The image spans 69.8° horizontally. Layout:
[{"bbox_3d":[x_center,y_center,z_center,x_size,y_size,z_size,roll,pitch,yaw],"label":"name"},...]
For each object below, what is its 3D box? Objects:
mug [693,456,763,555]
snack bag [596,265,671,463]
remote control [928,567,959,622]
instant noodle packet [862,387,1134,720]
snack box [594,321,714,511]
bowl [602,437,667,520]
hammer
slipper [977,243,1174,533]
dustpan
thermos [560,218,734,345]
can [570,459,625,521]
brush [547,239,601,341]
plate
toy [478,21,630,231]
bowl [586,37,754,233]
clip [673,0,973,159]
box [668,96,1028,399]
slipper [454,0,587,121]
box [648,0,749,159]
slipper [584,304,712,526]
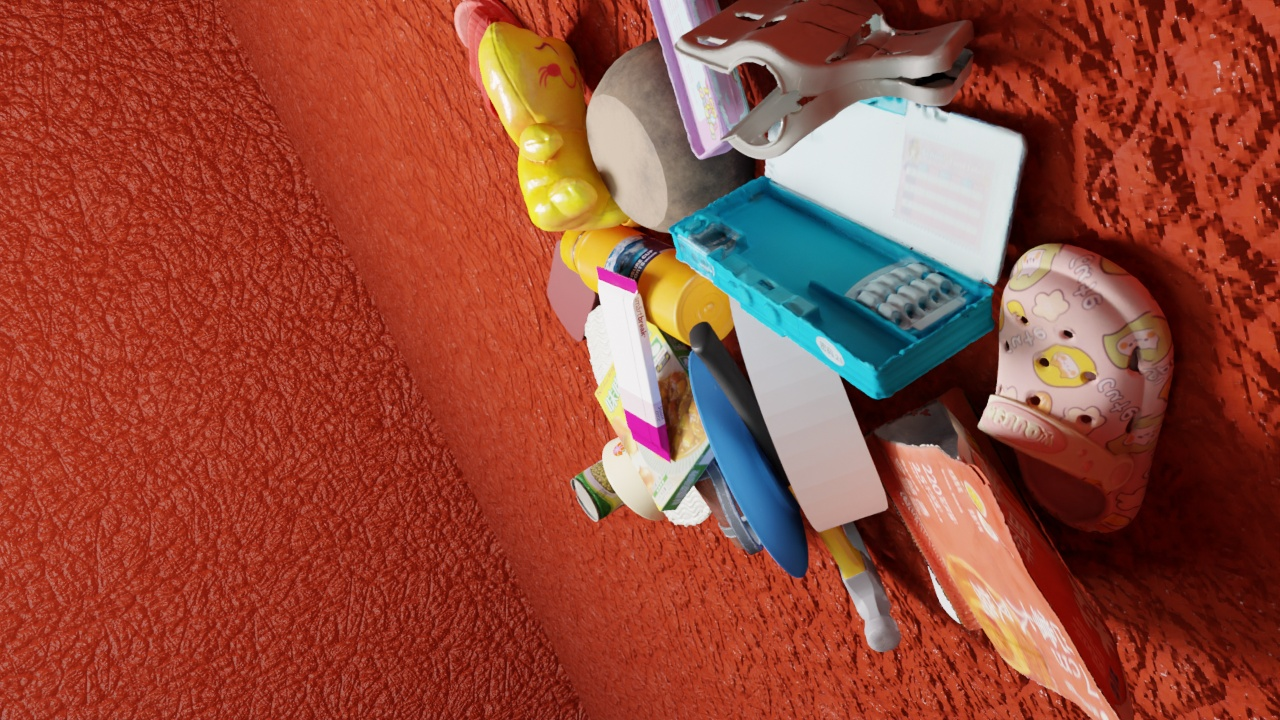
[{"bbox_3d":[0.098,0.138,0.951,0.111,0.082,0.117,59,-165,-7],"label":"mug"},{"bbox_3d":[-0.005,0.005,0.891,0.070,0.016,0.197,25,134,51],"label":"snack bag"},{"bbox_3d":[0.250,0.160,0.750,0.043,0.013,0.136,16,132,61],"label":"remote control"},{"bbox_3d":[0.210,0.114,0.542,0.164,0.084,0.220,61,-170,1],"label":"instant noodle packet"},{"bbox_3d":[0.020,0.049,0.948,0.168,0.027,0.132,59,133,35],"label":"snack box"},{"bbox_3d":[0.022,0.127,1.129,0.074,0.117,0.118,-41,76,26],"label":"bowl"},{"bbox_3d":[0.130,0.098,0.776,0.323,0.029,0.126,55,-165,-22],"label":"hammer"},{"bbox_3d":[0.238,0.033,0.520,0.093,0.081,0.197,30,146,51],"label":"slipper"},{"bbox_3d":[0.128,0.019,0.701,0.257,0.053,0.191,-72,-40,-71],"label":"dustpan"},{"bbox_3d":[0.005,-0.092,0.910,0.076,0.091,0.233,40,176,-39],"label":"thermos"},{"bbox_3d":[-0.025,0.155,1.218,0.067,0.120,0.067,48,156,29],"label":"can"},{"bbox_3d":[-0.069,-0.090,1.108,0.082,0.041,0.174,55,159,13],"label":"brush"},{"bbox_3d":[0.108,0.086,0.829,0.224,0.024,0.224,55,-163,-26],"label":"plate"},{"bbox_3d":[-0.081,-0.209,0.850,0.088,0.134,0.194,-22,88,29],"label":"toy"},{"bbox_3d":[0.016,-0.177,0.761,0.162,0.070,0.162,48,156,29],"label":"bowl"},{"bbox_3d":[0.108,-0.160,0.521,0.152,0.126,0.105,27,138,16],"label":"clip"},{"bbox_3d":[0.131,-0.088,0.591,0.086,0.168,0.227,25,-168,-40],"label":"box"},{"bbox_3d":[-0.138,-0.297,0.975,0.248,0.059,0.104,50,157,22],"label":"slipper"},{"bbox_3d":[0.029,-0.246,0.604,0.151,0.041,0.214,-91,-16,-86],"label":"box"},{"bbox_3d":[0.018,0.057,1.050,0.115,0.053,0.272,-32,79,47],"label":"slipper"}]
